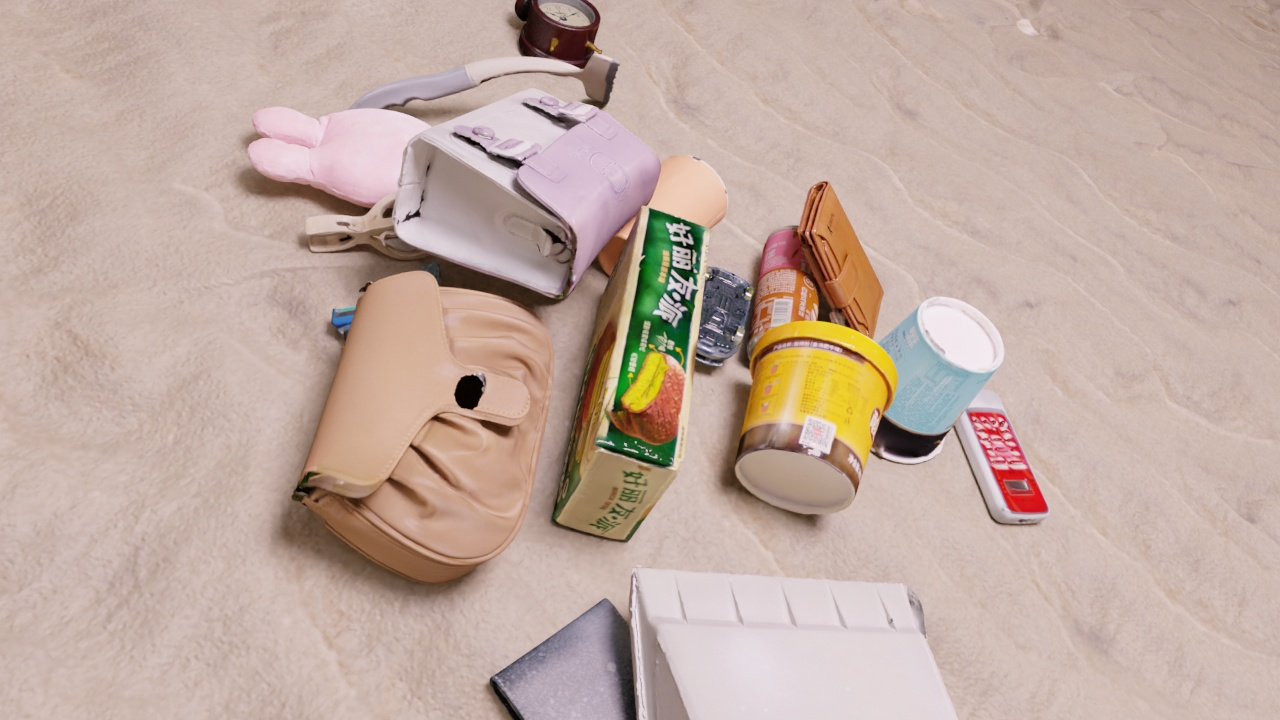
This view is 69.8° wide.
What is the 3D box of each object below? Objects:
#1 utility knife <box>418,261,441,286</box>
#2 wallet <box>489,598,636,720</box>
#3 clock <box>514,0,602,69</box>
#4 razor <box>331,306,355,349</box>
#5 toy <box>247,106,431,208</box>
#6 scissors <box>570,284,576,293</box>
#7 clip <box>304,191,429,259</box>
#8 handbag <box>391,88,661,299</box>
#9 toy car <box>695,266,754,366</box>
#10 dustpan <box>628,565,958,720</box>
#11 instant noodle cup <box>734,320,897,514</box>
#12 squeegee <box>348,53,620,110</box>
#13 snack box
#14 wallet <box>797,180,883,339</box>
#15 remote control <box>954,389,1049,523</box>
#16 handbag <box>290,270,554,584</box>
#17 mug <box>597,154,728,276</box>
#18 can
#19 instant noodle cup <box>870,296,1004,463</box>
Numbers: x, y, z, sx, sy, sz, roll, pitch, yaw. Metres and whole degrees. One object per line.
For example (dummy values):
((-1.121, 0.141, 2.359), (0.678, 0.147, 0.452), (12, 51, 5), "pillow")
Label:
((-0.160, -0.010, 0.707), (0.031, 0.019, 0.175), (6, 60, -25), "utility knife")
((-0.021, 0.218, 0.573), (0.097, 0.019, 0.121), (-28, 59, -31), "wallet")
((-0.089, -0.362, 0.985), (0.082, 0.055, 0.121), (-7, 55, -26), "clock")
((-0.201, 0.022, 0.665), (0.042, 0.022, 0.142), (-11, 61, 1), "razor")
((-0.246, -0.178, 0.780), (0.159, 0.054, 0.121), (5, 45, -19), "toy")
((-0.126, -0.127, 0.781), (0.176, 0.019, 0.174), (6, 50, -47), "scissors")
((-0.215, -0.100, 0.757), (0.104, 0.089, 0.035), (-20, 60, 2), "clip")
((-0.077, -0.138, 0.710), (0.145, 0.099, 0.196), (27, 32, 5), "handbag")
((0.067, -0.041, 0.813), (0.054, 0.037, 0.120), (23, 39, -1), "toy car")
((0.099, 0.277, 0.562), (0.222, 0.143, 0.257), (8, 33, -20), "dustpan")
((0.133, 0.049, 0.721), (0.118, 0.119, 0.114), (24, 56, -3), "instant noodle cup")
((-0.148, -0.256, 0.844), (0.246, 0.246, 0.039), (-7, 99, -3), "squeegee")
((-0.004, 0.004, 0.696), (0.063, 0.115, 0.239), (18, 49, -10), "snack box")
((0.186, -0.088, 0.848), (0.132, 0.031, 0.107), (57, 34, -23), "wallet")
((0.321, 0.083, 0.828), (0.055, 0.020, 0.135), (3, 53, -19), "remote control")
((-0.134, 0.037, 0.615), (0.147, 0.100, 0.204), (21, 54, -22), "handbag")
((0.017, -0.123, 0.833), (0.078, 0.078, 0.122), (36, 54, 7), "mug")
((0.133, -0.056, 0.835), (0.058, 0.058, 0.147), (20, 49, -6), "can")
((0.243, 0.012, 0.784), (0.111, 0.121, 0.111), (11, 51, -14), "instant noodle cup")
